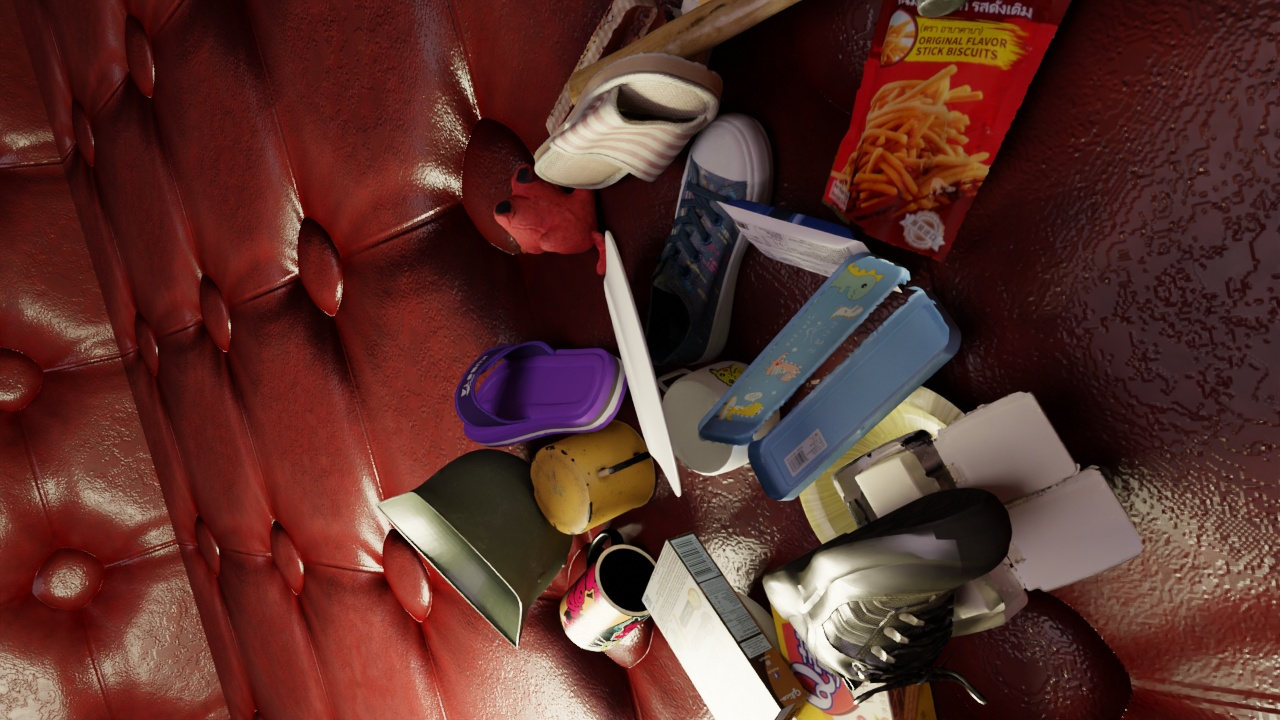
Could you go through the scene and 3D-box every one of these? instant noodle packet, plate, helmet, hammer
[{"bbox_3d":[0.129,-0.088,0.709,0.134,0.087,0.026,25,85,40],"label":"instant noodle packet"},{"bbox_3d":[-0.005,0.005,0.817,0.242,0.016,0.242,162,92,-87],"label":"plate"},{"bbox_3d":[-0.165,0.189,1.043,0.227,0.153,0.268,43,162,7],"label":"helmet"},{"bbox_3d":[0.208,0.098,0.720,0.185,0.036,0.184,18,117,41],"label":"plate"},{"bbox_3d":[0.071,-0.262,0.684,0.331,0.033,0.132,-13,81,39],"label":"hammer"}]

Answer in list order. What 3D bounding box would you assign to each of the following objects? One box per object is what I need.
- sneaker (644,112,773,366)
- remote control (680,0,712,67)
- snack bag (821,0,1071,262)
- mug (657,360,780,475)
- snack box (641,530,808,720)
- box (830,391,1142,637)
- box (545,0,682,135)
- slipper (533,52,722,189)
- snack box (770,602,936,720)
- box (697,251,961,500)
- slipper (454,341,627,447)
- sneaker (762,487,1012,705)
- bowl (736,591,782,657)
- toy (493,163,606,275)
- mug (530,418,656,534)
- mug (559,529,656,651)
[{"bbox_3d":[0.045,-0.097,0.792,0.087,0.079,0.236,34,127,34],"label":"sneaker"},{"bbox_3d":[0.044,-0.267,0.777,0.038,0.018,0.126,41,129,34],"label":"remote control"},{"bbox_3d":[0.202,-0.185,0.629,0.139,0.066,0.208,38,119,39],"label":"snack bag"},{"bbox_3d":[0.065,0.045,0.829,0.115,0.067,0.094,40,130,30],"label":"mug"},{"bbox_3d":[0.072,0.264,0.857,0.186,0.031,0.101,53,141,35],"label":"snack box"},{"bbox_3d":[0.231,0.109,0.638,0.188,0.057,0.144,-38,77,50],"label":"box"},{"bbox_3d":[-0.028,-0.248,0.822,0.071,0.056,0.188,46,141,2],"label":"box"},{"bbox_3d":[-0.023,-0.185,0.780,0.263,0.115,0.052,165,111,-64],"label":"slipper"},{"bbox_3d":[0.192,0.305,0.794,0.110,0.061,0.230,-5,100,49],"label":"snack box"},{"bbox_3d":[0.135,0.021,0.688,0.210,0.085,0.072,-51,38,33],"label":"box"},{"bbox_3d":[-0.131,0.026,0.981,0.267,0.084,0.107,-8,59,49],"label":"slipper"},{"bbox_3d":[0.174,0.181,0.618,0.143,0.100,0.239,64,154,15],"label":"sneaker"},{"bbox_3d":[0.106,0.288,0.886,0.150,0.043,0.150,27,123,52],"label":"bowl"},{"bbox_3d":[-0.077,-0.133,0.936,0.133,0.088,0.094,33,162,12],"label":"toy"},{"bbox_3d":[-0.045,0.119,0.953,0.124,0.093,0.100,-27,84,48],"label":"mug"},{"bbox_3d":[-0.035,0.245,1.010,0.098,0.081,0.117,-53,38,43],"label":"mug"}]
